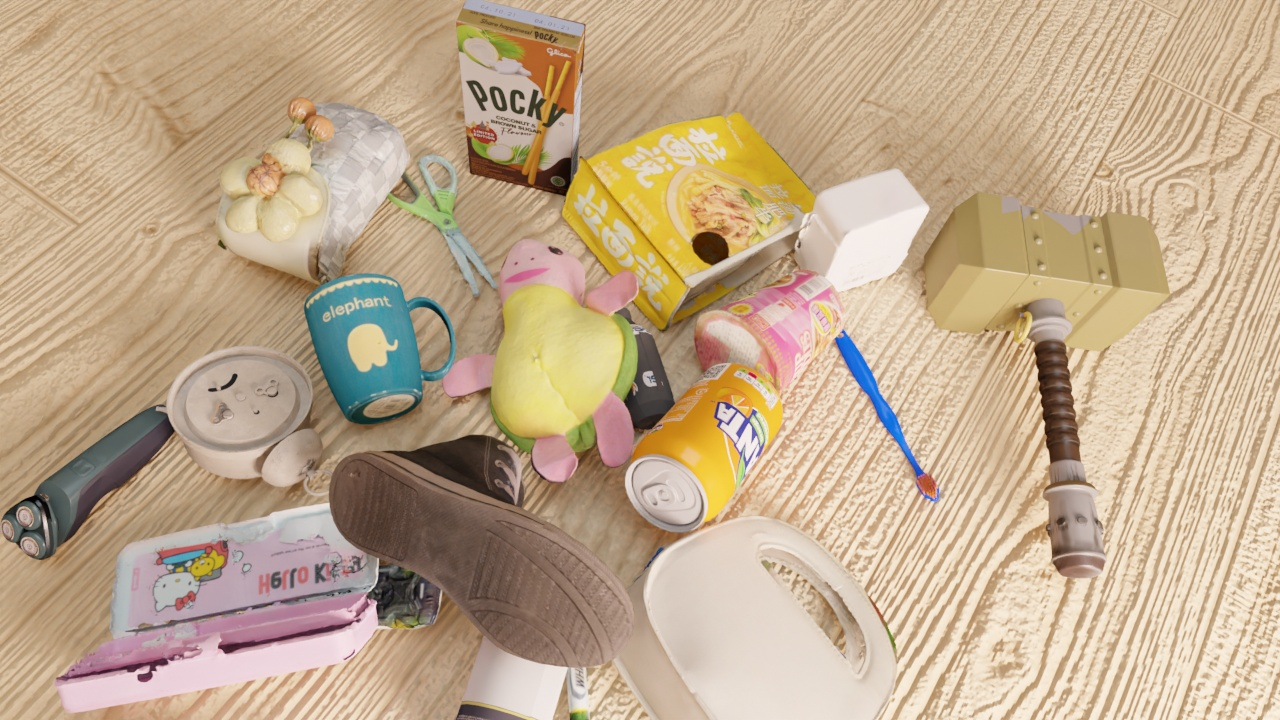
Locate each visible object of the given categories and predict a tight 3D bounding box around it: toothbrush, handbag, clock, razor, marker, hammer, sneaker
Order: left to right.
[{"bbox_3d":[-0.417,0.088,0.705,0.047,0.052,0.142,32,53,9],"label":"razor"},{"bbox_3d":[-0.297,0.058,0.721,0.157,0.061,0.103,37,51,17],"label":"clock"},{"bbox_3d":[-0.288,-0.162,0.808,0.112,0.123,0.171,20,66,12],"label":"handbag"},{"bbox_3d":[-0.093,0.125,0.651,0.235,0.119,0.095,19,104,23],"label":"sneaker"},{"bbox_3d":[-0.049,0.223,0.682,0.017,0.017,0.146,-3,61,-8],"label":"marker"},{"bbox_3d":[0.087,0.208,0.677,0.199,0.093,0.200,-19,63,-39],"label":"handbag"},{"bbox_3d":[0.214,0.043,0.810,0.016,0.018,0.182,-28,66,7],"label":"toothbrush"},{"bbox_3d":[0.357,0.024,0.788,0.190,0.101,0.324,8,61,-2],"label":"hammer"}]

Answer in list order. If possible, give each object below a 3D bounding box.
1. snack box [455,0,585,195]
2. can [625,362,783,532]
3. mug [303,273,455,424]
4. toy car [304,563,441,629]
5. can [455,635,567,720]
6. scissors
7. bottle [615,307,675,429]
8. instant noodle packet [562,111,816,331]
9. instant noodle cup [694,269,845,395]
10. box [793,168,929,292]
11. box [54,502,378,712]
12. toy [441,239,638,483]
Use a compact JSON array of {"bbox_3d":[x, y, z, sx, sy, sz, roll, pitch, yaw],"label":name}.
[{"bbox_3d":[-0.106,-0.230,0.829,0.101,0.186,0.031,13,60,1],"label":"snack box"},{"bbox_3d":[0.052,0.066,0.720,0.079,0.079,0.142,33,41,12],"label":"can"},{"bbox_3d":[-0.209,-0.010,0.757,0.112,0.085,0.104,-15,70,-17],"label":"mug"},{"bbox_3d":[-0.199,0.177,0.682,0.105,0.033,0.048,-3,65,4],"label":"toy car"},{"bbox_3d":[-0.089,0.232,0.645,0.064,0.064,0.127,15,61,2],"label":"can"},{"bbox_3d":[-0.188,-0.123,0.862,0.078,0.033,0.175,-20,62,-20],"label":"scissors"},{"bbox_3d":[-0.005,0.005,0.791,0.047,0.047,0.112,-13,63,-13],"label":"bottle"},{"bbox_3d":[0.063,-0.151,0.874,0.221,0.084,0.163,-31,70,-28],"label":"instant noodle packet"},{"bbox_3d":[0.118,-0.025,0.799,0.108,0.098,0.097,-33,69,-30],"label":"instant noodle cup"},{"bbox_3d":[0.194,-0.123,0.850,0.102,0.107,0.076,-19,61,-15],"label":"box"},{"bbox_3d":[-0.285,0.179,0.649,0.201,0.073,0.149,-10,31,0],"label":"box"},{"bbox_3d":[-0.071,-0.005,0.762,0.190,0.087,0.238,-32,54,14],"label":"toy"}]
